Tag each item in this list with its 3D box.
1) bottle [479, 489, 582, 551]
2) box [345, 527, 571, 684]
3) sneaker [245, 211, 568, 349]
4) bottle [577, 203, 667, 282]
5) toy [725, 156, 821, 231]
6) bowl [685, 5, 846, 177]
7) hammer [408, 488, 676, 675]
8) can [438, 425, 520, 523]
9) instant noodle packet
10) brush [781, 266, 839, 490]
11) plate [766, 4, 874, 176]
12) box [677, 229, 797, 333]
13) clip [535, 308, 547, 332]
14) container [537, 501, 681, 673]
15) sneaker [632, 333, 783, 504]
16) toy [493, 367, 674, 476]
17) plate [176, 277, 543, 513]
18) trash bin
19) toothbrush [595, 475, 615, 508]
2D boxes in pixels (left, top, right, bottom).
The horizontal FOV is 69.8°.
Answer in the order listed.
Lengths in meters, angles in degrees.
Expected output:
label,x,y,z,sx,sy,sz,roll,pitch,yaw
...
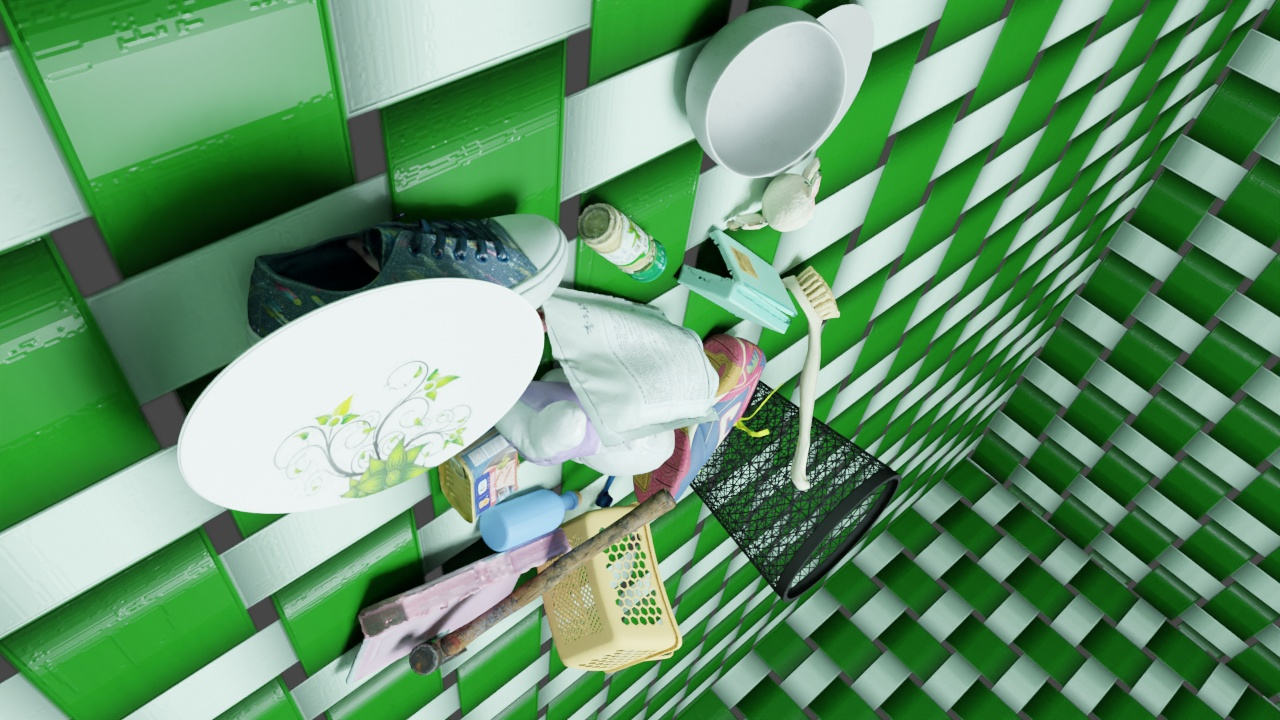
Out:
label,x,y,z,sx,sy,sz,roll,pitch,yaw
bottle,-0.114,0.170,1.018,0.130,0.048,0.048,-14,139,-49
box,-0.205,0.259,1.012,0.232,0.055,0.181,-14,154,-50
sneaker,-0.144,-0.061,0.607,0.234,0.087,0.079,-25,143,-33
bottle,-0.016,-0.102,0.792,0.043,0.042,0.110,-50,153,6
toy,0.144,-0.158,0.924,0.050,0.087,0.112,39,110,-22
bowl,0.095,-0.222,0.746,0.131,0.064,0.132,-18,137,-18
hammer,-0.101,0.242,1.024,0.330,0.033,0.120,-35,169,4
can,-0.150,0.100,0.858,0.058,0.054,0.100,-33,152,-30
instant noodle packet,-0.005,0.005,0.834,0.057,0.147,0.268,-32,167,22
brush,0.199,0.018,1.098,0.062,0.077,0.272,17,73,-52
plate,0.152,-0.252,0.858,0.172,0.019,0.173,-36,152,-22
box,0.120,-0.089,0.994,0.188,0.077,0.079,19,95,-61
clip,-0.077,-0.033,0.803,0.057,0.035,0.022,-19,146,-39
container,-0.030,0.279,1.126,0.129,0.183,0.166,-30,154,28
sneaker,0.079,0.085,1.116,0.091,0.116,0.242,14,110,-51
toy,-0.052,0.060,0.854,0.209,0.138,0.085,17,98,-61
plate,-0.170,0.018,0.574,0.229,0.030,0.230,-26,154,-14
trash bin,0.175,0.152,1.212,0.216,0.243,0.217,-36,152,-23
toothbrush,-0.017,0.118,1.129,0.016,0.017,0.190,-19,143,-46
